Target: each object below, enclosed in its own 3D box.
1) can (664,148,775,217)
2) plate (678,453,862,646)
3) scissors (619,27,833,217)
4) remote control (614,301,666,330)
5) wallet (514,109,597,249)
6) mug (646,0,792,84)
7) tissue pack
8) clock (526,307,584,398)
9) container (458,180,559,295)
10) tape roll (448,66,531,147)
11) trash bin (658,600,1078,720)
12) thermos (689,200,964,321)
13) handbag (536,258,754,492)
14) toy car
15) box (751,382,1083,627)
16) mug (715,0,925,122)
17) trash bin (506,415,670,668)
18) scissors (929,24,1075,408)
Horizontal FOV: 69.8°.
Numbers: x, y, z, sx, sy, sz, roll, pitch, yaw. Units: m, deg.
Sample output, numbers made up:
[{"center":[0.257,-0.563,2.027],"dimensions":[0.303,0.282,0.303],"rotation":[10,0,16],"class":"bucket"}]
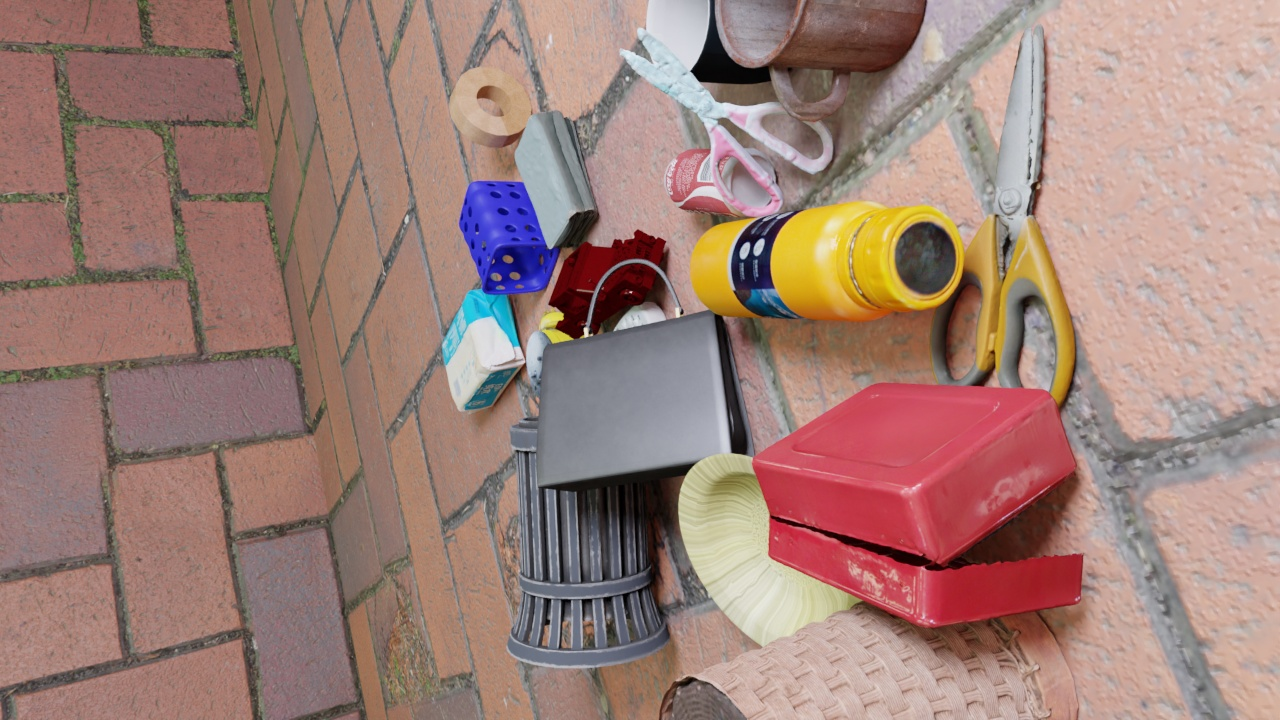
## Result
[{"center":[0.063,-0.146,0.752],"dimensions":[0.097,0.054,0.054],"rotation":[20,114,57],"class":"can"},{"center":[0.110,0.150,0.726],"dimensions":[0.184,0.036,0.185],"rotation":[28,131,37],"class":"plate"},{"center":[0.064,-0.184,0.654],"dimensions":[0.101,0.178,0.016],"rotation":[-33,25,29],"class":"scissors"},{"center":[-0.006,-0.011,0.924],"dimensions":[0.115,0.028,0.060],"rotation":[-57,48,49],"class":"remote control"},{"center":[-0.092,-0.197,1.011],"dimensions":[0.101,0.054,0.131],"rotation":[137,119,-65],"class":"wallet"},{"center":[0.061,-0.267,0.687],"dimensions":[0.085,0.094,0.121],"rotation":[-37,64,56],"class":"mug"},{"center":[-0.222,-0.008,1.260],"dimensions":[0.210,0.066,0.117],"rotation":[-44,60,56],"class":"tissue pack"},{"center":[-0.098,-0.005,1.055],"dimensions":[0.118,0.057,0.084],"rotation":[62,145,31],"class":"clock"},{"center":[-0.161,-0.150,1.107],"dimensions":[0.113,0.085,0.085],"rotation":[64,144,32],"class":"container"},{"center":[-0.179,-0.302,1.093],"dimensions":[0.027,0.093,0.094],"rotation":[-37,64,57],"class":"tape roll"},{"center":[0.134,0.219,0.554],"dimensions":[0.151,0.209,0.151],"rotation":[19,112,57],"class":"trash bin"},{"center":[0.123,-0.068,0.627],"dimensions":[0.233,0.091,0.076],"rotation":[8,117,67],"class":"thermos"},{"center":[-0.005,0.005,0.810],"dimensions":[0.176,0.072,0.195],"rotation":[-11,76,21],"class":"handbag"},{"center":[-0.042,-0.078,0.918],"dimensions":[0.170,0.062,0.070],"rotation":[-29,39,58],"class":"toy car"},{"center":[0.159,0.076,0.552],"dimensions":[0.157,0.136,0.126],"rotation":[7,101,62],"class":"box"},{"center":[0.117,-0.217,0.593],"dimensions":[0.096,0.110,0.123],"rotation":[-166,71,-64],"class":"mug"},{"center":[-0.058,0.170,0.930],"dimensions":[0.164,0.164,0.227],"rotation":[-1,92,60],"class":"trash bin"},{"center":[0.223,-0.075,0.529],"dimensions":[0.114,0.016,0.229],"rotation":[32,123,53],"class":"scissors"}]
